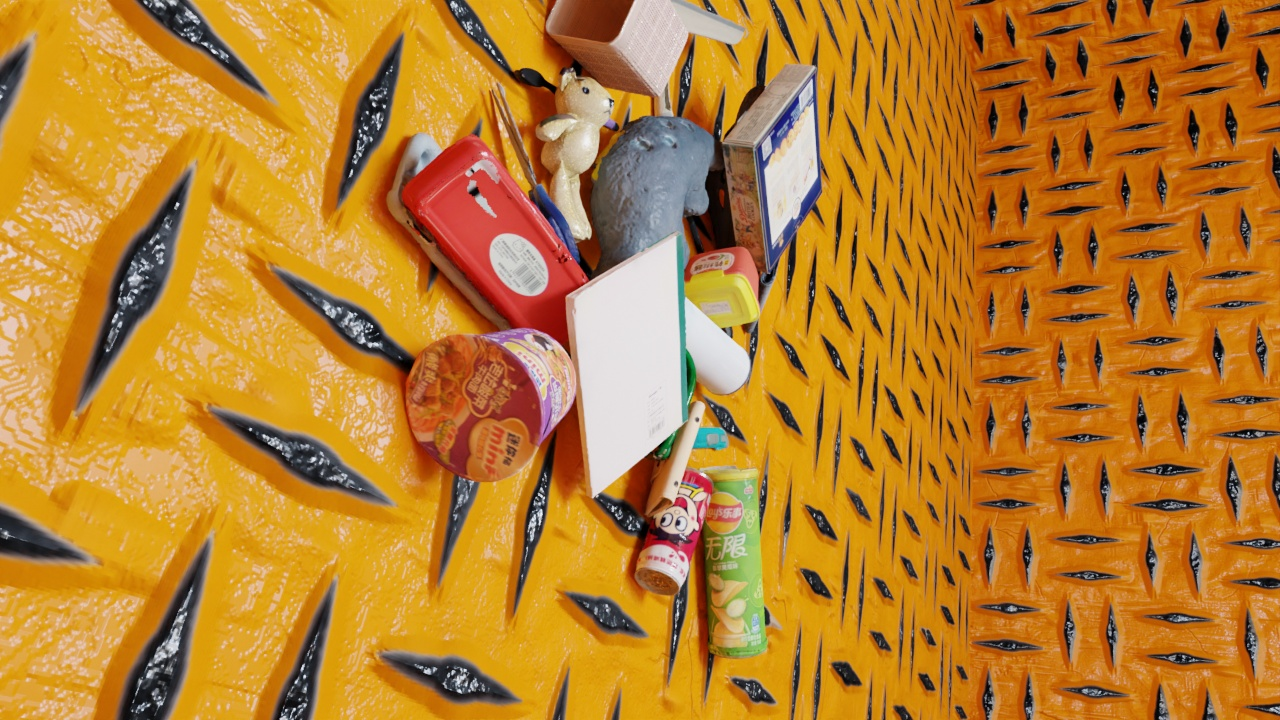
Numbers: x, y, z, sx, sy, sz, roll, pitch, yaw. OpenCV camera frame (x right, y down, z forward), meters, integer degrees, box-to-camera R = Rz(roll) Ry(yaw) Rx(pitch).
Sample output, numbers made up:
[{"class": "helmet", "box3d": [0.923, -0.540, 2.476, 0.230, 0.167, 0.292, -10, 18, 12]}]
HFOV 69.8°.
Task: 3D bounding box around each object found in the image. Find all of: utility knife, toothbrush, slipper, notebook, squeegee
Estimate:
[{"class": "utility knife", "box3d": [0.073, 0.094, 1.097, 0.161, 0.013, 0.029, 7, 79, -61]}, {"class": "toothbrush", "box3d": [0.085, -0.105, 1.147, 0.016, 0.014, 0.190, -38, 121, -29]}, {"class": "slipper", "box3d": [0.116, -0.212, 1.166, 0.110, 0.083, 0.269, -41, 140, -50]}, {"class": "toothbrush", "box3d": [-0.067, -0.252, 0.897, 0.188, 0.017, 0.014, 6, 93, -64]}, {"class": "notebook", "box3d": [-0.005, 0.005, 0.828, 0.150, 0.012, 0.209, -35, 134, -40]}, {"class": "squeegee", "box3d": [0.033, -0.286, 1.052, 0.246, 0.039, 0.246, -2, 93, -48]}]

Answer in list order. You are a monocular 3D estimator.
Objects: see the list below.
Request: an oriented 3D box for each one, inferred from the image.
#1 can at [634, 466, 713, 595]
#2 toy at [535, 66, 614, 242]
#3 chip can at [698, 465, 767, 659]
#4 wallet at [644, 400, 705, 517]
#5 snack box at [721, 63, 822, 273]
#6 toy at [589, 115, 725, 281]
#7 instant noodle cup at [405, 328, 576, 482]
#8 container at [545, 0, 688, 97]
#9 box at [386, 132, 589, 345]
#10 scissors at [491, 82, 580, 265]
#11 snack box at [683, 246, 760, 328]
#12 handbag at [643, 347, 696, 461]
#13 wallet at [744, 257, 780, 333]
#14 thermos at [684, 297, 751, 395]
[{"class": "can", "box3d": [0.036, 0.181, 0.978, 0.053, 0.053, 0.132, 61, 37, -37]}, {"class": "toy", "box3d": [-0.059, -0.185, 0.843, 0.105, 0.066, 0.157, 9, 84, -67]}, {"class": "chip can", "box3d": [0.109, 0.237, 1.083, 0.072, 0.073, 0.221, 1, 85, -61]}, {"class": "wallet", "box3d": [0.033, 0.106, 0.970, 0.087, 0.024, 0.115, 121, -10, -61]}, {"class": "snack box", "box3d": [0.164, -0.229, 1.101, 0.177, 0.046, 0.183, -54, 146, -35]}, {"class": "toy", "box3d": [0.013, -0.170, 0.932, 0.355, 0.092, 0.138, -60, 137, -41]}, {"class": "instant noodle cup", "box3d": [-0.104, 0.024, 0.700, 0.099, 0.112, 0.111, -35, 117, -66]}, {"class": "container", "box3d": [-0.017, -0.323, 0.899, 0.111, 0.090, 0.090, 32, 81, -59]}, {"class": "box", "box3d": [-0.122, -0.094, 0.741, 0.094, 0.091, 0.201, -40, 135, -3]}, {"class": "scissors", "box3d": [-0.097, -0.154, 0.806, 0.012, 0.129, 0.173, -24, 72, -21]}, {"class": "snack box", "box3d": [0.095, -0.086, 1.087, 0.079, 0.091, 0.082, -74, 147, -45]}, {"class": "handbag", "box3d": [-0.002, 0.032, 0.913, 0.131, 0.068, 0.120, 29, 67, -57]}, {"class": "wallet", "box3d": [0.170, -0.109, 1.251, 0.097, 0.019, 0.120, 105, 5, -50]}, {"class": "thermos", "box3d": [0.049, -0.027, 1.017, 0.224, 0.073, 0.073, 35, 56, -55]}]
